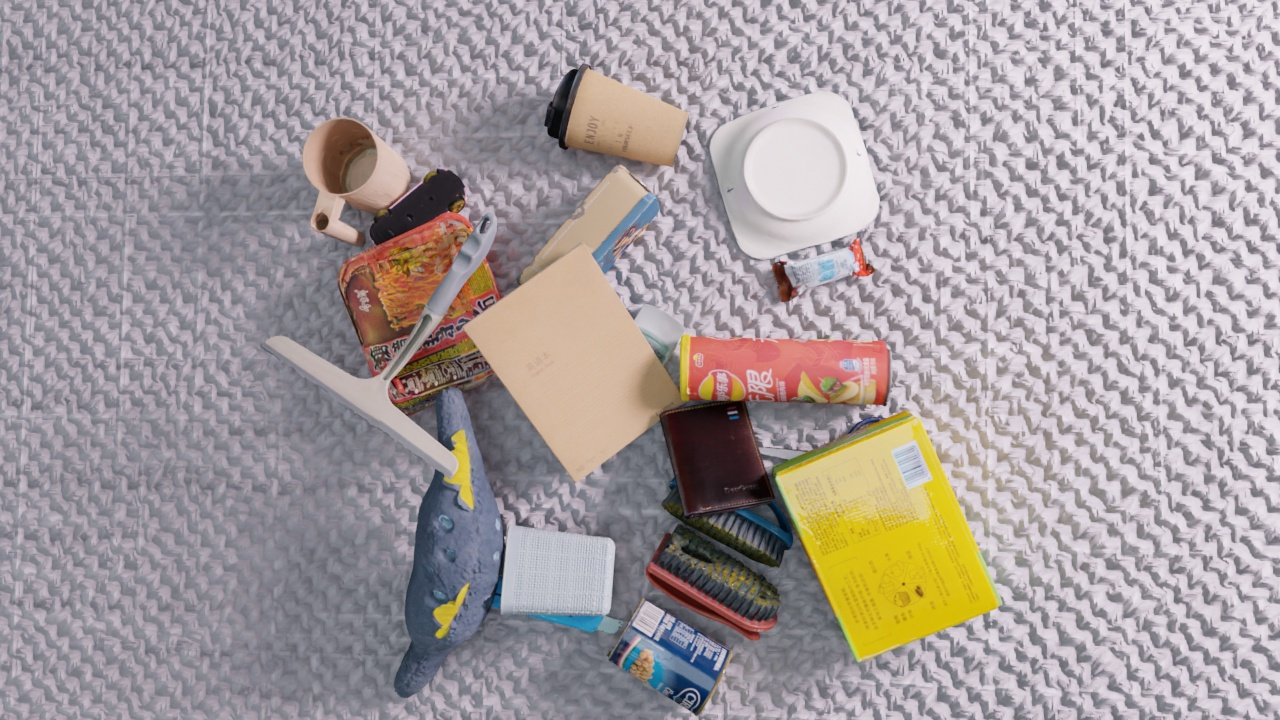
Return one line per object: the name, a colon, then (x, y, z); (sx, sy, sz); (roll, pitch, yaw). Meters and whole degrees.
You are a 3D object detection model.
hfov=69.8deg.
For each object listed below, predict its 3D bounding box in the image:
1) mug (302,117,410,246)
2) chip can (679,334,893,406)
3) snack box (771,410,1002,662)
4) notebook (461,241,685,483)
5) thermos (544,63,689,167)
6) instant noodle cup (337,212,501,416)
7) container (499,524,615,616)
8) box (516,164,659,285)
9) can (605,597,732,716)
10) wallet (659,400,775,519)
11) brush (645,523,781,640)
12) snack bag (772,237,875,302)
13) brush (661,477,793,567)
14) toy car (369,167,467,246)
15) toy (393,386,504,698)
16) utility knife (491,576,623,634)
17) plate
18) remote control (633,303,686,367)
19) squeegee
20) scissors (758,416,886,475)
mug: (-0.313, -0.191, 1.006); (0.084, 0.103, 0.124); (16, 89, 7)
chip can: (0.149, 0.011, 0.962); (0.217, 0.073, 0.073); (2, 87, 6)
snack box: (0.246, 0.176, 0.935); (0.158, 0.070, 0.210); (-24, 90, 6)
notebook: (-0.064, 0.006, 0.953); (0.149, 0.012, 0.211); (-36, 112, -9)
thermos: (-0.024, -0.258, 0.989); (0.143, 0.093, 0.093); (18, 89, 0)
instant noodle cup: (-0.226, -0.049, 1.003); (0.164, 0.079, 0.188); (-22, 86, 4)
container: (-0.084, 0.223, 0.962); (0.111, 0.090, 0.089); (4, 76, -2)
box: (-0.059, -0.119, 0.984); (0.059, 0.089, 0.184); (40, 94, 5)
can: (0.029, 0.307, 0.959); (0.111, 0.075, 0.075); (30, 91, 7)
wallet: (0.078, 0.101, 0.960); (0.096, 0.020, 0.122); (-10, 60, -8)
brush: (0.078, 0.241, 0.969); (0.146, 0.063, 0.069); (31, 121, 5)
snack bag: (0.196, -0.098, 0.984); (0.105, 0.026, 0.045); (-17, 95, 6)
brush: (0.097, 0.159, 0.971); (0.144, 0.055, 0.073); (27, 68, 7)
toy car: (-0.248, -0.164, 1.033); (0.122, 0.037, 0.056); (-42, 86, -9)
toy: (-0.201, 0.212, 0.951); (0.138, 0.091, 0.357); (28, 110, 49)
utility knife: (-0.100, 0.269, 1.004); (0.166, 0.018, 0.034); (14, 88, 6)
plate: (0.166, -0.202, 0.989); (0.164, 0.034, 0.164); (-18, 86, 5)
remote control: (-0.006, 0.006, 1.005); (0.056, 0.019, 0.135); (33, 91, 7)
squeegee: (-0.218, -0.047, 0.943); (0.246, 0.039, 0.246); (32, 84, 11)
scissors: (0.200, 0.097, 0.982); (0.169, 0.012, 0.147); (31, 92, 6)
